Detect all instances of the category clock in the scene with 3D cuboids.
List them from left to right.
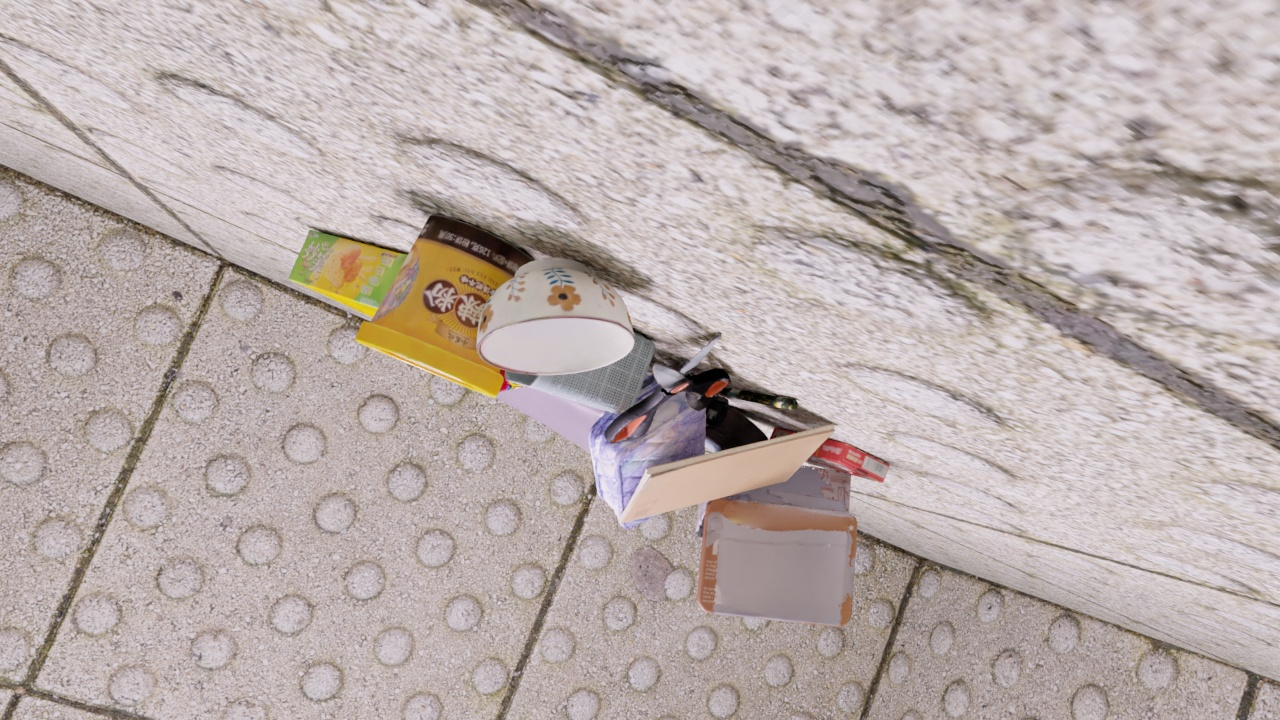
[{"bbox_3d":[0.111,0.093,1.188,0.122,0.055,0.082,37,173,17],"label":"clock"}]

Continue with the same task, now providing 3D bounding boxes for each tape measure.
[{"bbox_3d":[0.071,0.053,1.083,0.066,0.033,0.065,21,-175,7],"label":"tape measure"}]

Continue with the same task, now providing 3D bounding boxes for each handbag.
[{"bbox_3d":[-0.089,0.025,1.082,0.197,0.098,0.145,28,160,20],"label":"handbag"},{"bbox_3d":[0.013,0.097,1.011,0.075,0.134,0.194,50,160,28],"label":"handbag"}]

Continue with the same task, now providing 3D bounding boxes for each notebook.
[{"bbox_3d":[0.088,0.124,0.981,0.211,0.012,0.150,-11,155,-19],"label":"notebook"}]

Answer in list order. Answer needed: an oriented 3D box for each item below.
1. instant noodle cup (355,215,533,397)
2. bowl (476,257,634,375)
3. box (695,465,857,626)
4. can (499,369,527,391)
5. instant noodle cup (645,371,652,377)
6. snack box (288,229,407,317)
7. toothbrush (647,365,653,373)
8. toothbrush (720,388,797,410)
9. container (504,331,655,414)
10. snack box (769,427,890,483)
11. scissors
[{"bbox_3d":[-0.147,-0.044,0.730,0.118,0.114,0.118,23,173,3],"label":"instant noodle cup"},{"bbox_3d":[-0.063,-0.036,0.670,0.113,0.062,0.113,-4,161,-2],"label":"bowl"},{"bbox_3d":[0.159,0.228,1.108,0.183,0.193,0.157,9,156,1],"label":"box"},{"bbox_3d":[-0.105,-0.001,0.955,0.132,0.053,0.053,-9,-168,-32],"label":"can"},{"bbox_3d":[0.005,0.072,1.212,0.116,0.116,0.124,24,162,-11],"label":"instant noodle cup"},{"bbox_3d":[-0.295,-0.082,1.100,0.210,0.070,0.157,17,172,39],"label":"snack box"},{"bbox_3d":[-0.006,0.006,1.033,0.180,0.016,0.016,27,169,1],"label":"toothbrush"},{"bbox_3d":[0.105,0.035,0.973,0.017,0.012,0.186,31,170,-26],"label":"toothbrush"},{"bbox_3d":[-0.056,-0.002,0.891,0.111,0.090,0.090,22,174,-26],"label":"container"},{"bbox_3d":[0.232,0.117,1.147,0.075,0.025,0.153,27,172,-24],"label":"snack box"},{"bbox_3d":[0.026,0.032,0.825,0.221,0.211,0.021,-1,-120,-62],"label":"scissors"}]
